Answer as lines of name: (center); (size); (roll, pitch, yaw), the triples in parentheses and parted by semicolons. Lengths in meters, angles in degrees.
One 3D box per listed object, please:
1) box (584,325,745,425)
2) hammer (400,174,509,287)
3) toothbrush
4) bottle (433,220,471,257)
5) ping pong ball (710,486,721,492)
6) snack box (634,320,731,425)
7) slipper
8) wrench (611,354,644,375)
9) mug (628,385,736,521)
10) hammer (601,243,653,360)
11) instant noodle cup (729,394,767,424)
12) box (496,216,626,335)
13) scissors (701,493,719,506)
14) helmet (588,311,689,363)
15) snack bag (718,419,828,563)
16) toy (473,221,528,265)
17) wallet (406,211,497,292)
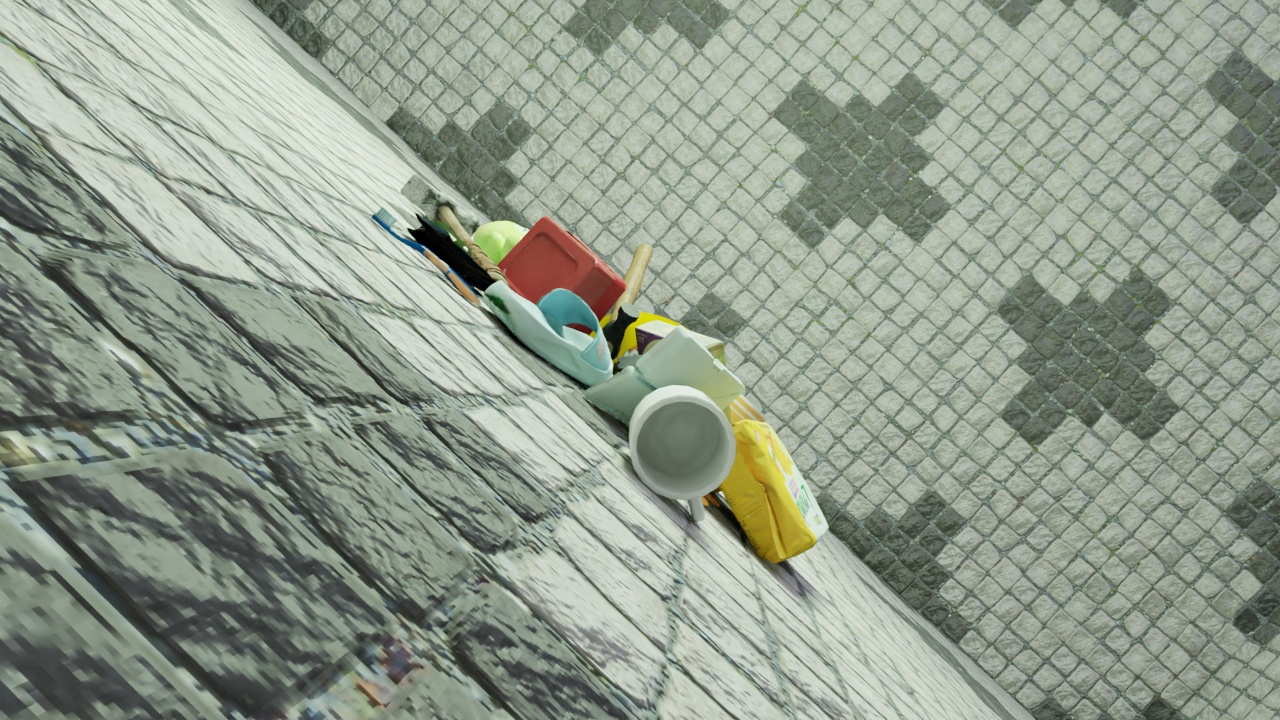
box: (0.035, 0.036, 1.040); (0.040, 0.135, 0.197); (58, 10, 30)
hammer: (-0.239, -0.162, 1.240); (0.121, 0.049, 0.318); (37, 6, -37)
toothbrush: (-0.206, -0.101, 0.902); (0.135, 0.017, 0.021); (41, 4, -20)
bottle: (-0.226, -0.136, 1.128); (0.106, 0.025, 0.025); (43, 2, 30)
ping pong ball: (0.091, 0.143, 1.131); (0.040, 0.040, 0.040); (42, 2, -2)
snack box: (0.056, 0.033, 1.195); (0.143, 0.040, 0.148); (21, -56, 53)
slipper: (-0.088, -0.038, 1.035); (0.104, 0.074, 0.245); (44, 4, 26)
wrench: (-0.007, 0.007, 1.144); (0.083, 0.018, 0.274); (-2, -3, -12)
mug: (0.039, 0.087, 0.832); (0.090, 0.091, 0.121); (-105, -178, -86)
hammer: (-0.022, -0.086, 1.295); (0.040, 0.133, 0.304); (31, 31, -8)
instant noodle cup: (0.131, 0.106, 1.497); (0.123, 0.121, 0.123); (42, 2, -2)
box: (-0.111, -0.102, 1.215); (0.092, 0.129, 0.157); (39, 3, -43)
scissors: (0.041, 0.122, 1.021); (0.125, 0.011, 0.128); (42, 4, -12)
helmet: (0.020, -0.001, 1.383); (0.240, 0.139, 0.209); (43, 2, 27)
snack bag: (0.147, 0.151, 1.071); (0.159, 0.068, 0.247); (63, 12, 13)
toy: (-0.182, -0.153, 1.411); (0.150, 0.107, 0.197); (16, 3, -23)
wallet: (-0.207, -0.114, 1.016); (0.089, 0.026, 0.115); (43, 2, 11)
